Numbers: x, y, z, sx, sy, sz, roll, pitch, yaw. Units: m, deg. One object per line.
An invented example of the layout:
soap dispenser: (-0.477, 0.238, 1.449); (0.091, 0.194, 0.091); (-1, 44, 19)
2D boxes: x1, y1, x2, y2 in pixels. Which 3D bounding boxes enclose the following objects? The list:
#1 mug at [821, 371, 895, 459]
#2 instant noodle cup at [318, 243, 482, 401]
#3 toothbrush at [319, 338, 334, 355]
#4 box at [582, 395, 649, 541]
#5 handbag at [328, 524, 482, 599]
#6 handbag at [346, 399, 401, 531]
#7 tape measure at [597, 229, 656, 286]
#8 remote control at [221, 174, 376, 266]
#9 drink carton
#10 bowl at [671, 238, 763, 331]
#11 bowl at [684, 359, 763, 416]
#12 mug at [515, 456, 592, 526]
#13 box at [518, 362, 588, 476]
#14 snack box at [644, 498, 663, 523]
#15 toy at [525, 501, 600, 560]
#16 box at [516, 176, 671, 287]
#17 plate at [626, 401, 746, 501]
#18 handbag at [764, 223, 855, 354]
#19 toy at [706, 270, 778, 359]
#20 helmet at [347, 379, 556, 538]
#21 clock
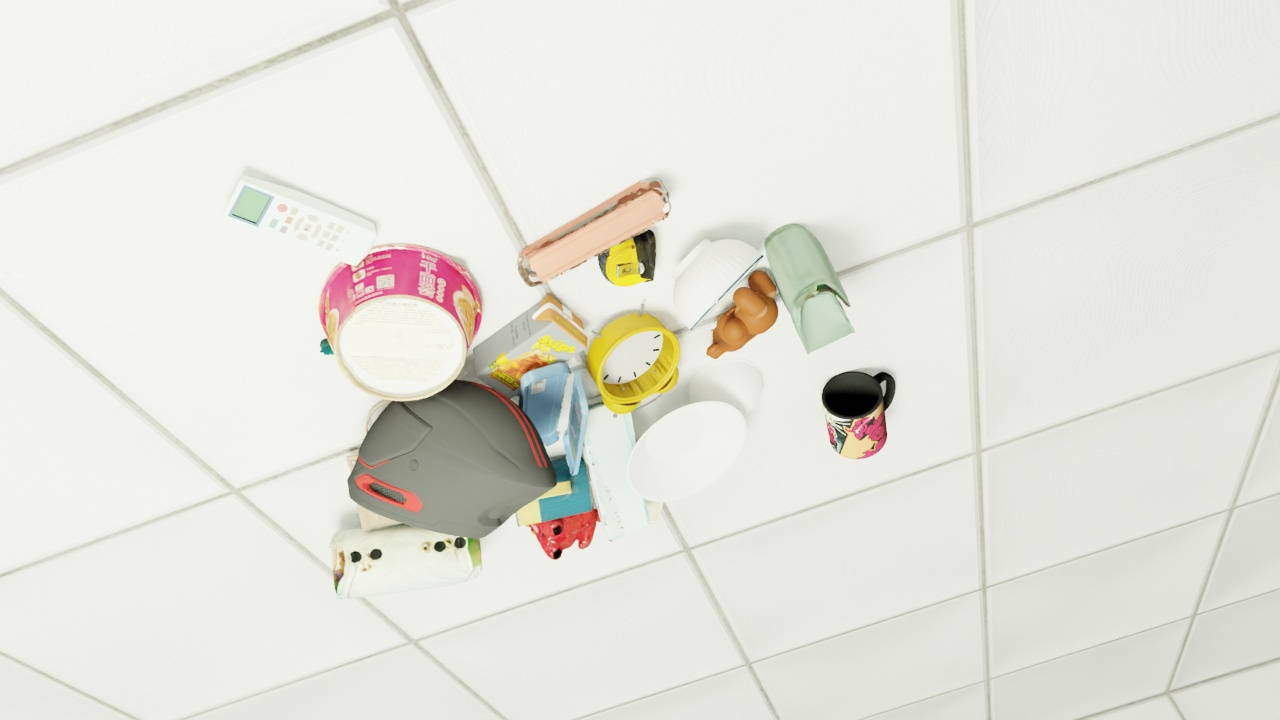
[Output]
mug: (0.313, 0.066, 1.285); (0.118, 0.082, 0.098); (-39, 139, -15)
instant noodle cup: (-0.261, -0.031, 1.001); (0.178, 0.077, 0.179); (-7, 128, -9)
toothbrush: (-0.276, -0.036, 1.054); (0.190, 0.017, 0.016); (-14, 134, 0)
box: (-0.036, 0.142, 1.228); (0.082, 0.066, 0.199); (-25, 115, -33)
handbag: (-0.326, 0.271, 1.278); (0.198, 0.096, 0.142); (-4, 162, -16)
handbag: (-0.296, 0.123, 1.200); (0.175, 0.062, 0.198); (-10, 129, -6)
tape measure: (-0.015, -0.112, 1.031); (0.064, 0.037, 0.066); (-7, 137, -9)
remote control: (-0.337, -0.141, 0.921); (0.143, 0.024, 0.050); (21, 127, -34)
drink carton: (-0.132, -0.015, 1.091); (0.125, 0.048, 0.076); (-33, 134, 19)
bowl: (0.076, -0.096, 1.038); (0.062, 0.117, 0.118); (44, 120, 2)
bowl: (0.117, 0.051, 1.235); (0.110, 0.040, 0.110); (-8, 137, -8)
mug: (-0.123, 0.179, 1.258); (0.107, 0.083, 0.114); (-8, 173, -8)
box: (-0.113, 0.082, 1.145); (0.074, 0.077, 0.209); (-14, 153, -15)
snack box: (-0.011, 0.184, 1.323); (0.083, 0.061, 0.106); (-2, 136, -14)
toy: (-0.110, 0.227, 1.357); (0.132, 0.094, 0.088); (-8, 113, -44)
box: (-0.054, -0.143, 0.999); (0.188, 0.062, 0.058); (-25, 111, 14)
plate: (0.055, 0.111, 1.217); (0.173, 0.036, 0.174); (-15, 132, -18)
handbag: (0.196, -0.083, 1.057); (0.067, 0.121, 0.106); (-23, 137, 9)
toy: (0.118, -0.048, 1.123); (0.094, 0.065, 0.128); (-35, 173, -42)
helmet: (-0.217, 0.108, 1.075); (0.265, 0.170, 0.164); (16, 180, 26)
clock: (-0.007, 0.006, 1.135); (0.113, 0.052, 0.152); (-28, 137, -11)
